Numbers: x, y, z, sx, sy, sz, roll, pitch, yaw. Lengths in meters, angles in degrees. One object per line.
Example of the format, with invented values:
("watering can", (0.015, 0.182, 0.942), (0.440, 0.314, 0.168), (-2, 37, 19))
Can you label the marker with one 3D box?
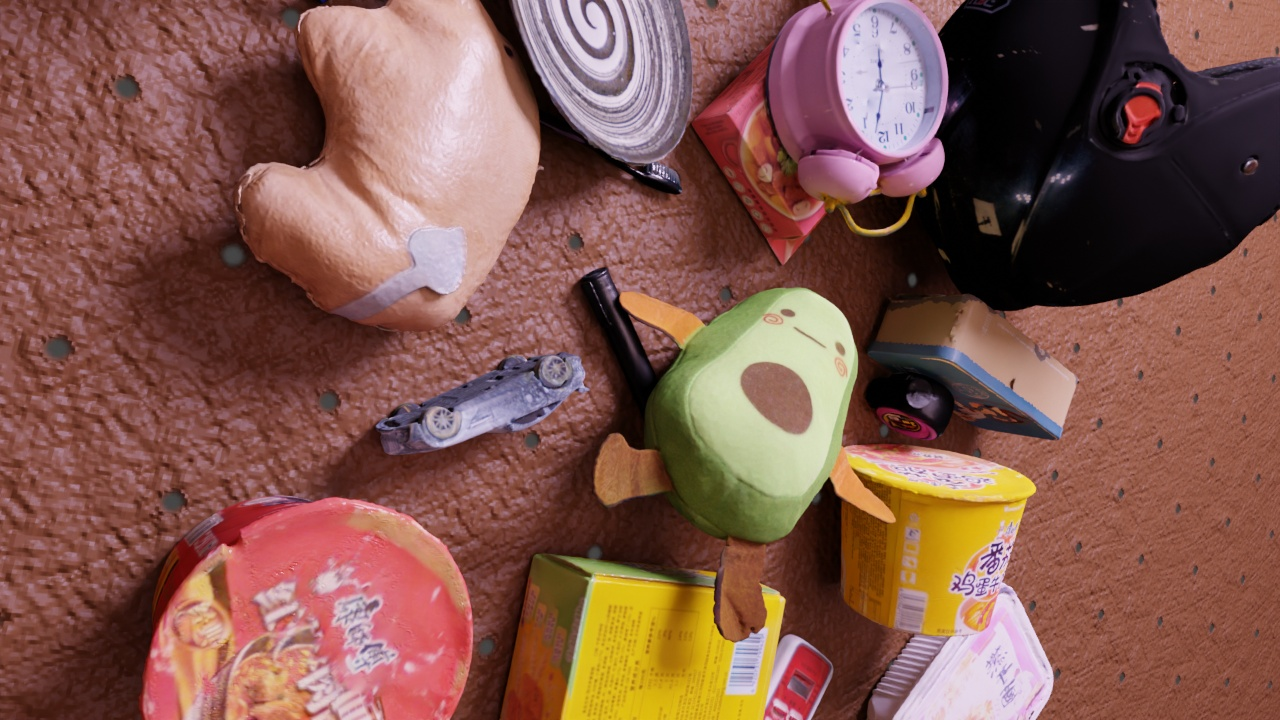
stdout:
("marker", (-0.003, 0.003, 0.585), (0.022, 0.020, 0.132), (-48, 120, -52))

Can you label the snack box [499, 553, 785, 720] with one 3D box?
("snack box", (-0.006, 0.233, 0.567), (0.157, 0.070, 0.210), (15, 85, -34))

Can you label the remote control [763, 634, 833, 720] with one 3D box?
("remote control", (0.095, 0.270, 0.669), (0.056, 0.020, 0.135), (43, 69, -29))

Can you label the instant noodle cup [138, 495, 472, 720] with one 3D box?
("instant noodle cup", (-0.162, 0.124, 0.431), (0.137, 0.109, 0.138), (-2, 94, -34))

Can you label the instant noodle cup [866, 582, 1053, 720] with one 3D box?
("instant noodle cup", (0.257, 0.277, 0.756), (0.173, 0.060, 0.138), (-43, 115, -26))

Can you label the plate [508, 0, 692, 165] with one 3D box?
("plate", (-0.025, -0.201, 0.532), (0.179, 0.024, 0.179), (14, 73, -54))

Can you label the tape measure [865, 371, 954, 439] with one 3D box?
("tape measure", (0.213, 0.033, 0.712), (0.058, 0.057, 0.039), (36, 72, -22))

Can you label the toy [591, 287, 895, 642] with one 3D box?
("toy", (0.070, 0.037, 0.574), (0.227, 0.090, 0.245), (43, 49, -9))

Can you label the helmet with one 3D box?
("helmet", (0.304, -0.165, 0.657), (0.230, 0.233, 0.275), (-29, 115, 12))

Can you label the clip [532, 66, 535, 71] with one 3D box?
("clip", (-0.046, -0.194, 0.549), (0.055, 0.013, 0.038), (-30, 110, -30))

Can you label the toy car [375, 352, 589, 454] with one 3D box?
("toy car", (-0.086, 0.025, 0.510), (0.120, 0.054, 0.037), (-22, 103, -31))

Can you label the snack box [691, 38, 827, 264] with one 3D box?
("snack box", (0.113, -0.150, 0.640), (0.113, 0.044, 0.127), (-49, 117, -22))

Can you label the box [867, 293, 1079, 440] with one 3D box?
("box", (0.262, 0.003, 0.726), (0.184, 0.090, 0.059), (26, 79, -30))

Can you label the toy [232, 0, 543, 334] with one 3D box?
("toy", (-0.110, -0.125, 0.469), (0.143, 0.083, 0.225), (27, 75, -46))

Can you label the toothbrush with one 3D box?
("toothbrush", (-0.047, -0.142, 0.551), (0.189, 0.014, 0.016), (21, 74, -33))

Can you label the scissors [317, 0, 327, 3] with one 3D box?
("scissors", (-0.112, -0.234, 0.431), (0.012, 0.175, 0.163), (39, 112, -17))

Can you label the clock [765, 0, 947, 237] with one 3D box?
("clock", (0.146, -0.160, 0.598), (0.117, 0.060, 0.158), (-12, 101, -32))

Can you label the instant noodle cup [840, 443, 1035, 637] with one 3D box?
("instant noodle cup", (0.209, 0.131, 0.677), (0.137, 0.138, 0.110), (-1, 101, -34))
